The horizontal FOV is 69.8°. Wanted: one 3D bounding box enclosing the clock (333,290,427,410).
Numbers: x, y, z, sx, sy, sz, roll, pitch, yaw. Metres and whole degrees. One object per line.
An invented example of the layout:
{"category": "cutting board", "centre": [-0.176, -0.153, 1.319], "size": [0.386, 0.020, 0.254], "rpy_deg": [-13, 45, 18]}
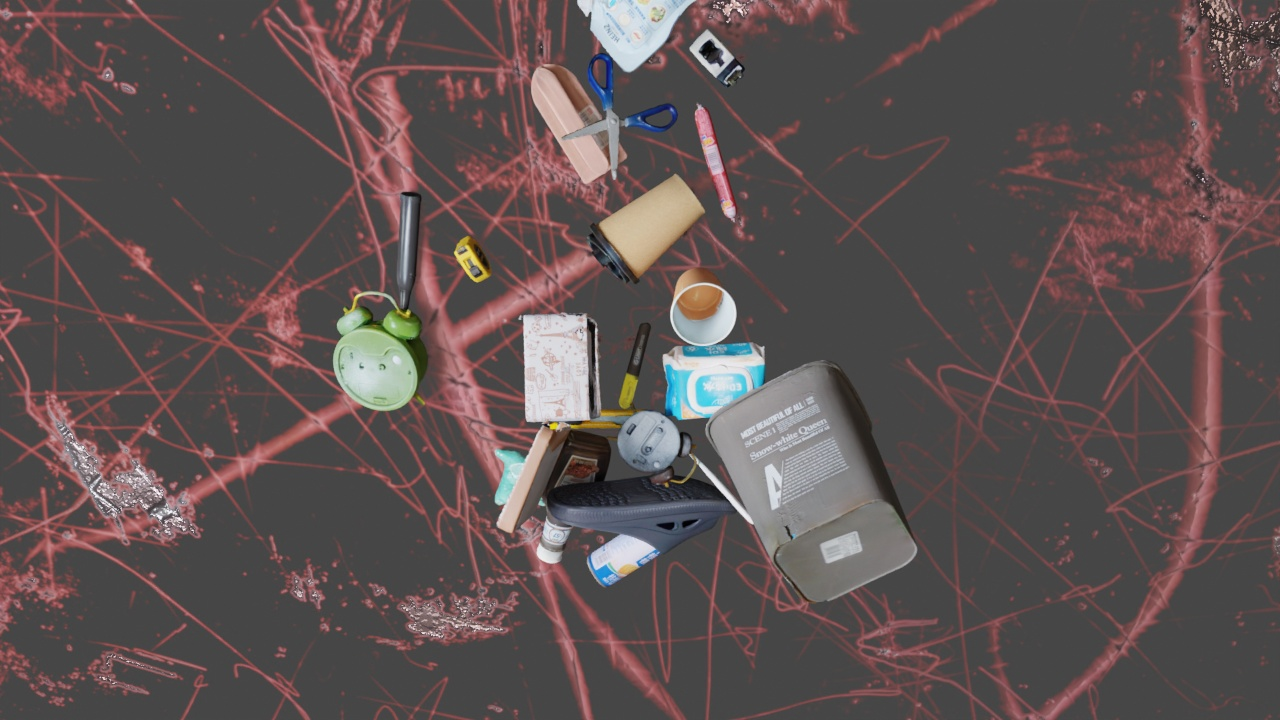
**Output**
{"category": "clock", "centre": [-0.336, -0.013, 1.192], "size": [0.116, 0.056, 0.161], "rpy_deg": [3, 115, 11]}

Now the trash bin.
{"category": "trash bin", "centre": [0.217, 0.156, 1.143], "size": [0.199, 0.219, 0.198], "rpy_deg": [-29, 130, 12]}

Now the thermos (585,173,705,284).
{"category": "thermos", "centre": [0.006, -0.163, 1.137], "size": [0.143, 0.093, 0.093], "rpy_deg": [-39, 105, 4]}

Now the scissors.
{"category": "scissors", "centre": [-0.026, -0.289, 1.082], "size": [0.162, 0.012, 0.175], "rpy_deg": [-3, 72, -29]}

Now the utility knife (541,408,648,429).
{"category": "utility knife", "centre": [-0.063, 0.078, 1.254], "size": [0.154, 0.015, 0.033], "rpy_deg": [-1, 111, 0]}

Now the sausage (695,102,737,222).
{"category": "sausage", "centre": [0.094, -0.244, 1.139], "size": [0.020, 0.020, 0.156], "rpy_deg": [-17, 108, 6]}

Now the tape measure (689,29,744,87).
{"category": "tape measure", "centre": [0.091, -0.354, 1.076], "size": [0.066, 0.065, 0.034], "rpy_deg": [42, 106, -14]}

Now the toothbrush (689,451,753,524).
{"category": "toothbrush", "centre": [0.090, 0.154, 1.223], "size": [0.016, 0.016, 0.180], "rpy_deg": [-49, 62, 8]}

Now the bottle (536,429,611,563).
{"category": "bottle", "centre": [-0.101, 0.192, 1.277], "size": [0.079, 0.044, 0.195], "rpy_deg": [13, 110, -18]}

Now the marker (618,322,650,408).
{"category": "marker", "centre": [-0.007, 0.007, 1.230], "size": [0.018, 0.015, 0.124], "rpy_deg": [13, 107, -7]}

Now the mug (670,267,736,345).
{"category": "mug", "centre": [0.076, -0.074, 1.144], "size": [0.078, 0.122, 0.078], "rpy_deg": [0, 109, 1]}

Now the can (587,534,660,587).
{"category": "can", "centre": [-0.007, 0.264, 1.299], "size": [0.135, 0.053, 0.053], "rpy_deg": [-35, 105, 12]}

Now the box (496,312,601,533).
{"category": "box", "centre": [-0.109, 0.074, 1.135], "size": [0.106, 0.178, 0.272], "rpy_deg": [11, 88, 3]}

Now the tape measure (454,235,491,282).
{"category": "tape measure", "centre": [-0.214, -0.127, 1.162], "size": [0.029, 0.060, 0.057], "rpy_deg": [-28, 112, 7]}

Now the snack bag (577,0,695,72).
{"category": "snack bag", "centre": [0.021, -0.438, 1.064], "size": [0.191, 0.038, 0.110], "rpy_deg": [-39, 110, 14]}

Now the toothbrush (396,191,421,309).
{"category": "toothbrush", "centre": [-0.301, -0.110, 1.185], "size": [0.027, 0.026, 0.213], "rpy_deg": [14, 113, 14]}

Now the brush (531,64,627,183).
{"category": "brush", "centre": [-0.079, -0.288, 1.098], "size": [0.063, 0.073, 0.145], "rpy_deg": [-31, 104, 11]}

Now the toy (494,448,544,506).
{"category": "toy", "centre": [-0.169, 0.170, 1.282], "size": [0.096, 0.030, 0.092], "rpy_deg": [18, 113, -14]}

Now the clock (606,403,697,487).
{"category": "clock", "centre": [0.020, 0.115, 1.217], "size": [0.122, 0.055, 0.082], "rpy_deg": [36, 84, 0]}

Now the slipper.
{"category": "slipper", "centre": [0.002, 0.207, 1.218], "size": [0.267, 0.111, 0.083], "rpy_deg": [1, 104, -25]}

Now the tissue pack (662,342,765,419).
{"category": "tissue pack", "centre": [0.100, 0.029, 1.211], "size": [0.140, 0.063, 0.090], "rpy_deg": [-3, 110, 1]}
